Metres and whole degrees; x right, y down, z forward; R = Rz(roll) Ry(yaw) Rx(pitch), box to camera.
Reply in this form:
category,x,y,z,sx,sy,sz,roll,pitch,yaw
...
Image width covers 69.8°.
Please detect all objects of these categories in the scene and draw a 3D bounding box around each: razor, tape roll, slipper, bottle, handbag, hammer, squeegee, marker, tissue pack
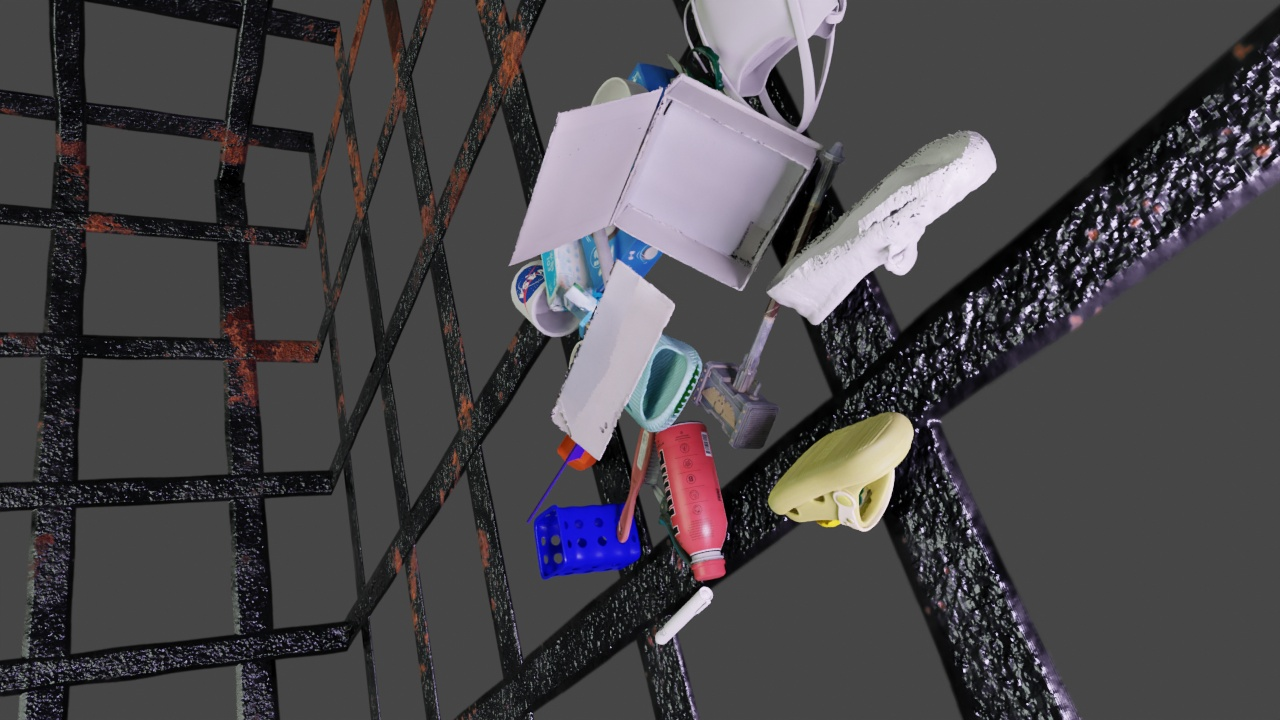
category,x,y,z,sx,sy,sz,roll,pitch,yaw
razor,-0.046,-0.138,1.163,0.088,0.047,0.116,-24,77,57
tape roll,-0.080,0.017,1.350,0.093,0.013,0.093,-5,84,60
slipper,-0.007,0.007,1.117,0.116,0.069,0.276,-67,21,7
slipper,0.191,0.106,0.823,0.081,0.091,0.191,44,151,1
bottle,0.062,0.161,1.048,0.062,0.062,0.176,-40,55,53
handbag,0.134,-0.337,0.953,0.216,0.095,0.222,-23,81,61
hammer,0.142,-0.068,0.944,0.098,0.044,0.323,50,128,49
slipper,0.207,-0.107,0.797,0.248,0.074,0.112,-43,22,49
squeegee,-0.088,0.129,1.297,0.249,0.055,0.185,-57,5,-15
marker,0.051,0.312,1.107,0.134,0.017,0.020,-57,41,43
tissue pack,-0.092,-0.134,1.297,0.062,0.092,0.144,-35,59,58

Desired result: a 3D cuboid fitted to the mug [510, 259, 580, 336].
category,x,y,z,sx,sy,sz,roll,pitch,yaw
mug,-0.125,-0.105,1.372,0.121,0.091,0.090,-48,37,-1

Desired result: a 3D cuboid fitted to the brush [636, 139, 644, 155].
category,x,y,z,sx,sy,sz,roll,pitch,yaw
brush,0.044,-0.225,1.011,0.045,0.143,0.008,-117,40,-53

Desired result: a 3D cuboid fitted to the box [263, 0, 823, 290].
category,x,y,z,sx,sy,sz,roll,pitch,yaw
box,-0.078,-0.189,0.865,0.167,0.505,0.148,-64,33,37

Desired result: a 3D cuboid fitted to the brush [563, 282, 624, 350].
category,x,y,z,sx,sy,sz,roll,pitch,yaw
brush,-0.066,-0.058,1.229,0.055,0.075,0.136,-50,-3,-8

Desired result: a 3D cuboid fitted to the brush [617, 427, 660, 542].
category,x,y,z,sx,sy,sz,roll,pitch,yaw
brush,0.003,0.156,1.173,0.041,0.030,0.172,-130,51,-64

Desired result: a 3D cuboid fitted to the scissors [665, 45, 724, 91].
category,x,y,z,sx,sy,sz,roll,pitch,yaw
scissors,0.073,-0.293,1.058,0.155,0.015,0.209,66,175,-22

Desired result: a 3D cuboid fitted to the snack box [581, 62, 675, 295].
category,x,y,z,sx,sy,sz,roll,pitch,yaw
snack box,-0.010,-0.228,1.192,0.240,0.056,0.195,-47,50,48

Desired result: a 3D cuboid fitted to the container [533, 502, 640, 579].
category,x,y,z,sx,sy,sz,roll,pitch,yaw
container,-0.071,0.239,1.225,0.085,0.113,0.085,-41,54,52

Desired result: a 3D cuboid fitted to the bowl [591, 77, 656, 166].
category,x,y,z,sx,sy,sz,roll,pitch,yaw
bowl,-0.017,-0.281,1.098,0.105,0.054,0.105,-3,87,55

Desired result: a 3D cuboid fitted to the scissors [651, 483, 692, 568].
category,x,y,z,sx,sy,sz,roll,pitch,yaw
scissors,0.045,0.191,1.121,0.139,0.019,0.128,-31,56,59
